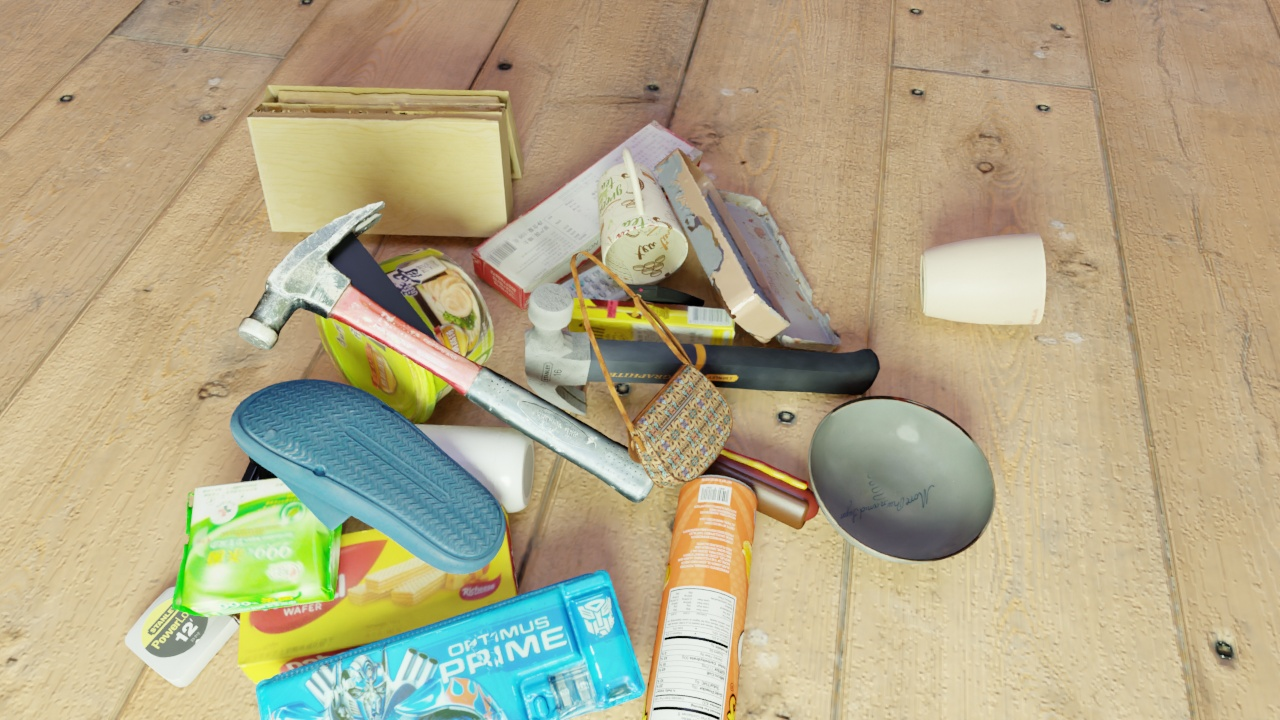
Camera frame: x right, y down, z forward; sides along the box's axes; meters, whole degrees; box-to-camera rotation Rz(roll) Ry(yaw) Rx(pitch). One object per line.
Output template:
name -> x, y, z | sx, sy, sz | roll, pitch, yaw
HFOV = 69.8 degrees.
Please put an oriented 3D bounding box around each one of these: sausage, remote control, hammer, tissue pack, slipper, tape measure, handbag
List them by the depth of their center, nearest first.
tissue pack -> -0.276, 0.132, 0.672 | 0.114, 0.034, 0.099 | -7, 58, -3
slipper -> -0.196, 0.085, 0.674 | 0.213, 0.059, 0.103 | 33, 38, -3
tape measure -> -0.341, 0.202, 0.685 | 0.065, 0.017, 0.064 | 24, 55, 18
handbag -> -0.004, 0.004, 0.705 | 0.043, 0.196, 0.093 | -14, 25, 47
hammer -> -0.124, 0.007, 0.706 | 0.326, 0.036, 0.140 | 32, 66, -11
sausage -> 0.074, 0.093, 0.758 | 0.156, 0.040, 0.040 | 23, 55, 18
hammer -> 0.056, 0.000, 0.789 | 0.312, 0.140, 0.035 | 3, 51, -10
remote control -> 0.025, -0.058, 0.840 | 0.039, 0.124, 0.010 | 4, 89, 24
remote control -> -0.022, -0.078, 0.905 | 0.133, 0.022, 0.050 | -31, 57, -22

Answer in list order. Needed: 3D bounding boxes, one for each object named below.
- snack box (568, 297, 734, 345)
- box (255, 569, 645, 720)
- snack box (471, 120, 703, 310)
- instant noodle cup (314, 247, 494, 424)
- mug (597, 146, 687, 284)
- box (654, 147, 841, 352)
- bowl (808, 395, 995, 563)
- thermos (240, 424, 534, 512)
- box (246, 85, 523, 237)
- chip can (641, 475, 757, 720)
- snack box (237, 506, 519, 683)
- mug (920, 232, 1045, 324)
snack box -> 0.010, -0.024, 0.838 | 0.149, 0.061, 0.025 | 4, 53, 3
box -> -0.126, 0.226, 0.630 | 0.243, 0.066, 0.090 | -16, 67, -11
snack box -> -0.050, -0.156, 0.956 | 0.076, 0.044, 0.272 | 37, 61, 19
instant noodle cup -> -0.200, -0.027, 0.793 | 0.146, 0.146, 0.097 | 34, 49, 24
mug -> -0.007, -0.147, 0.863 | 0.081, 0.122, 0.097 | -14, 56, -1
box -> 0.101, -0.103, 0.876 | 0.157, 0.063, 0.216 | 10, 43, -36
bowl -> 0.202, 0.104, 0.737 | 0.150, 0.057, 0.150 | 2, 52, -3
thermos -> -0.206, 0.099, 0.741 | 0.230, 0.069, 0.101 | 3, 64, 3
box -> -0.255, -0.214, 0.947 | 0.249, 0.141, 0.148 | 2, 44, 1
chip can -> 0.045, 0.189, 0.667 | 0.062, 0.062, 0.209 | 8, 52, 6
snack box -> -0.194, 0.175, 0.691 | 0.200, 0.042, 0.092 | -9, 53, -7
mug -> 0.322, -0.081, 0.878 | 0.104, 0.085, 0.111 | -2, 23, 13
